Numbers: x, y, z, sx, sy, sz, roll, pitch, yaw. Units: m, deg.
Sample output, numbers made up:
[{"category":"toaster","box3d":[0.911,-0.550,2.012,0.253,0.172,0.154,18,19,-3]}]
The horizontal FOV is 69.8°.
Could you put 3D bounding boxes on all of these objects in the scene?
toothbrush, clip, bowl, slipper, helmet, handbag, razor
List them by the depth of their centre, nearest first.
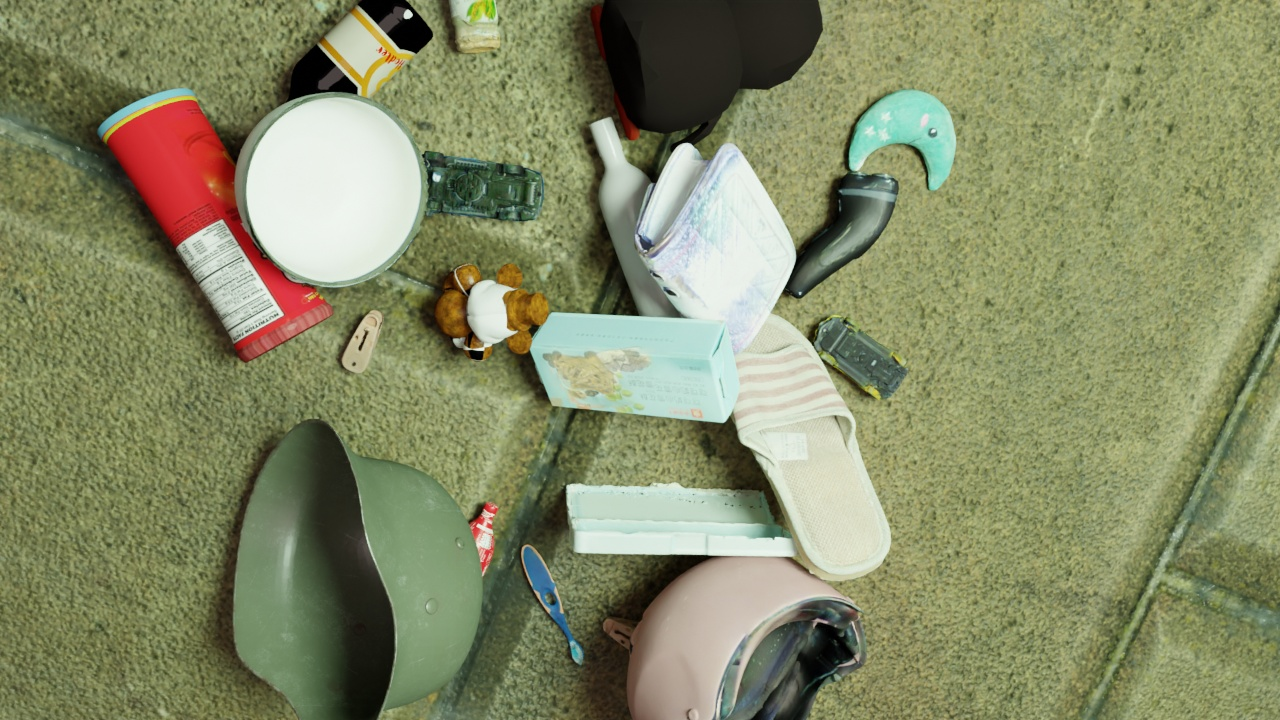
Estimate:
[{"category":"bowl","box3d":[-0.258,-0.142,0.745,0.153,0.073,0.154,-21,123,-38]},{"category":"helmet","box3d":[-0.221,0.192,0.777,0.153,0.267,0.228,15,134,-42]},{"category":"handbag","box3d":[0.060,-0.094,0.792,0.158,0.069,0.126,49,64,-45]},{"category":"slipper","box3d":[0.138,0.064,0.809,0.115,0.052,0.262,-15,64,-14]},{"category":"clip","box3d":[-0.248,-0.017,0.824,0.026,0.050,0.060,28,67,-12]},{"category":"helmet","box3d":[0.080,0.280,0.838,0.229,0.152,0.256,-36,139,-21]},{"category":"razor","box3d":[0.183,-0.119,0.856,0.063,0.053,0.140,44,93,-1]},{"category":"toothbrush","box3d":[-0.085,0.240,0.897,0.021,0.017,0.135,-25,102,-5]},{"category":"clip","box3d":[-0.010,0.271,0.912,0.061,0.049,0.026,14,97,-52]}]

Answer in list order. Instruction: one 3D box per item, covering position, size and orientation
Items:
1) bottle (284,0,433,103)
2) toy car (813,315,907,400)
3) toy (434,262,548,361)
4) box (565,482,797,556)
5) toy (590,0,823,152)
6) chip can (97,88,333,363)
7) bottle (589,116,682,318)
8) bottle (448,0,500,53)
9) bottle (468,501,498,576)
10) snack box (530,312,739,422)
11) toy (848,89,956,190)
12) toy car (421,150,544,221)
[{"category":"bottle","box3d":[-0.259,-0.234,0.771,0.181,0.059,0.059,-44,102,1]},{"category":"toy car","box3d":[0.212,-0.004,0.890,0.107,0.030,0.049,36,94,-14]},{"category":"toy","box3d":[-0.130,-0.043,0.796,0.113,0.067,0.087,-2,102,27]},{"category":"box","box3d":[0.032,0.149,0.837,0.197,0.136,0.044,4,101,-9]},{"category":"toy","box3d":[0.065,-0.271,0.768,0.184,0.140,0.159,-18,101,-5]},{"category":"chip can","box3d":[-0.351,-0.110,0.767,0.087,0.087,0.213,-30,101,-2]},{"category":"bottle","box3d":[-0.003,-0.121,0.829,0.052,0.052,0.195,-21,102,-4]},{"category":"bottle","box3d":[-0.146,-0.321,0.781,0.043,0.043,0.111,-9,101,-7]},{"category":"bottle","box3d":[-0.169,0.199,0.865,0.042,0.042,0.141,25,95,-11]},{"category":"snack box","box3d":[-0.005,0.005,0.798,0.175,0.053,0.075,5,135,24]},{"category":"toy","box3d":[0.252,-0.209,0.862,0.105,0.033,0.085,12,108,-11]},{"category":"toy car","box3d":[-0.145,-0.150,0.809,0.120,0.043,0.056,6,98,-6]}]
